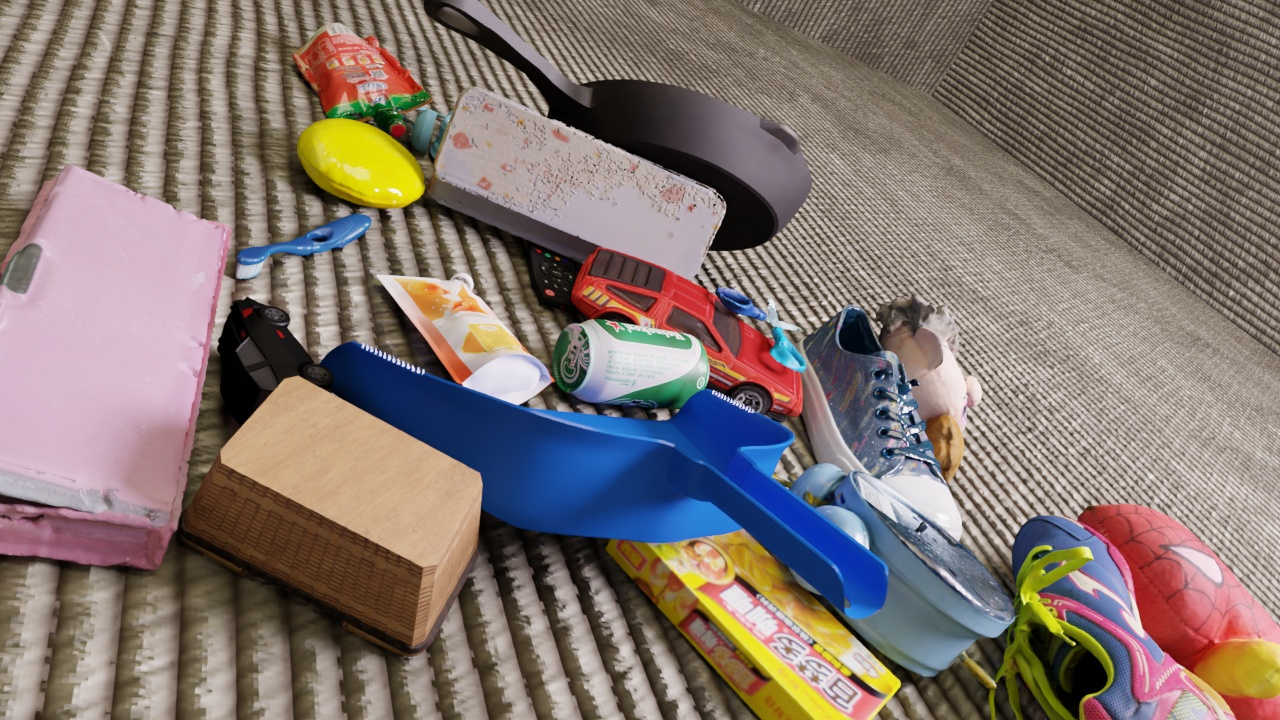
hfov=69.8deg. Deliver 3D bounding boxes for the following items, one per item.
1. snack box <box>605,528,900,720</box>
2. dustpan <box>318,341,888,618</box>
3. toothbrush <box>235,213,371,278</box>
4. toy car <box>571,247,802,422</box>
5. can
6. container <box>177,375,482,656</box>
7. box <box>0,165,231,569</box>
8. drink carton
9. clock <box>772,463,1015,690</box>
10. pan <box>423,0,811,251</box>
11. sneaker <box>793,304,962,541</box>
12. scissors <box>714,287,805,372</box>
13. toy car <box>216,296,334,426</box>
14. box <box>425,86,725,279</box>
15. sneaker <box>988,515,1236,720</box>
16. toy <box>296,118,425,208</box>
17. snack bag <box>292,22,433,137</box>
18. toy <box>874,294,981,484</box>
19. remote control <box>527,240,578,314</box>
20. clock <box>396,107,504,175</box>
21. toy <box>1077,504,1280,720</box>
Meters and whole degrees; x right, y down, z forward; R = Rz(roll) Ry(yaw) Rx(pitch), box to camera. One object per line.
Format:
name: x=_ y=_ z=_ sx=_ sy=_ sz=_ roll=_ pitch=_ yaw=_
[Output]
snack box: x=0.057 y=0.132 z=0.475 sx=0.152 sy=0.025 sz=0.075 roll=43 pitch=30 yaw=23
dustpan: x=0.006 y=0.054 z=0.436 sx=0.245 sy=0.059 sz=0.258 roll=9 pitch=18 yaw=-39
toothbrush: x=-0.208 y=-0.074 z=0.574 sx=0.021 sy=0.016 sz=0.132 roll=33 pitch=25 yaw=4
toy car: x=0.038 y=-0.019 z=0.680 sx=0.189 sy=0.056 sz=0.081 roll=29 pitch=29 yaw=-8
can: x=-0.004 y=0.004 z=0.599 sx=0.101 sy=0.053 sz=0.053 roll=7 pitch=35 yaw=-37
container: x=-0.119 y=0.059 z=0.370 sx=0.114 sy=0.061 sz=0.063 roll=29 pitch=45 yaw=-3
box: x=-0.238 y=-0.012 z=0.408 sx=0.098 sy=0.046 sz=0.232 roll=15 pitch=31 yaw=-26
drink carton: x=-0.110 y=-0.021 z=0.567 sx=0.069 sy=0.039 sz=0.122 roll=0 pitch=34 yaw=-43
clock: x=0.135 y=0.110 z=0.521 sx=0.162 sy=0.060 sz=0.118 roll=37 pitch=14 yaw=0
pan: x=-0.020 y=-0.173 z=0.728 sx=0.355 sy=0.043 sz=0.249 roll=27 pitch=-16 yaw=-37
sneaker: x=0.175 y=0.040 z=0.683 sx=0.087 sy=0.079 sz=0.235 roll=17 pitch=30 yaw=-25
scissors: x=0.095 y=-0.038 z=0.714 sx=0.103 sy=0.015 sz=0.133 roll=40 pitch=23 yaw=-8
toy car: x=-0.179 y=0.008 z=0.434 sx=0.091 sy=0.042 sz=0.036 roll=46 pitch=29 yaw=26
box: x=-0.053 y=-0.127 z=0.723 sx=0.216 sy=0.095 sz=0.108 roll=21 pitch=4 yaw=-14
sneaker: x=0.250 y=0.151 z=0.541 sx=0.091 sy=0.116 sz=0.241 roll=16 pitch=17 yaw=0
toy: x=-0.201 y=-0.142 z=0.665 sx=0.094 sy=0.041 sz=0.095 roll=38 pitch=29 yaw=9
snack bag: x=-0.233 y=-0.232 z=0.773 sx=0.087 sy=0.044 sz=0.155 roll=-23 pitch=51 yaw=-24
toy: x=0.238 y=0.020 z=0.753 sx=0.076 sy=0.133 sz=0.175 roll=-10 pitch=52 yaw=12
remote control: x=-0.070 y=-0.075 z=0.712 sx=0.039 sy=0.010 sz=0.124 roll=16 pitch=31 yaw=-25
clock: x=-0.158 y=-0.191 z=0.795 sx=0.123 sy=0.042 sz=0.087 roll=31 pitch=27 yaw=13
toy: x=0.375 y=0.185 z=0.609 sx=0.216 sy=0.099 sz=0.147 roll=46 pitch=5 yaw=24
